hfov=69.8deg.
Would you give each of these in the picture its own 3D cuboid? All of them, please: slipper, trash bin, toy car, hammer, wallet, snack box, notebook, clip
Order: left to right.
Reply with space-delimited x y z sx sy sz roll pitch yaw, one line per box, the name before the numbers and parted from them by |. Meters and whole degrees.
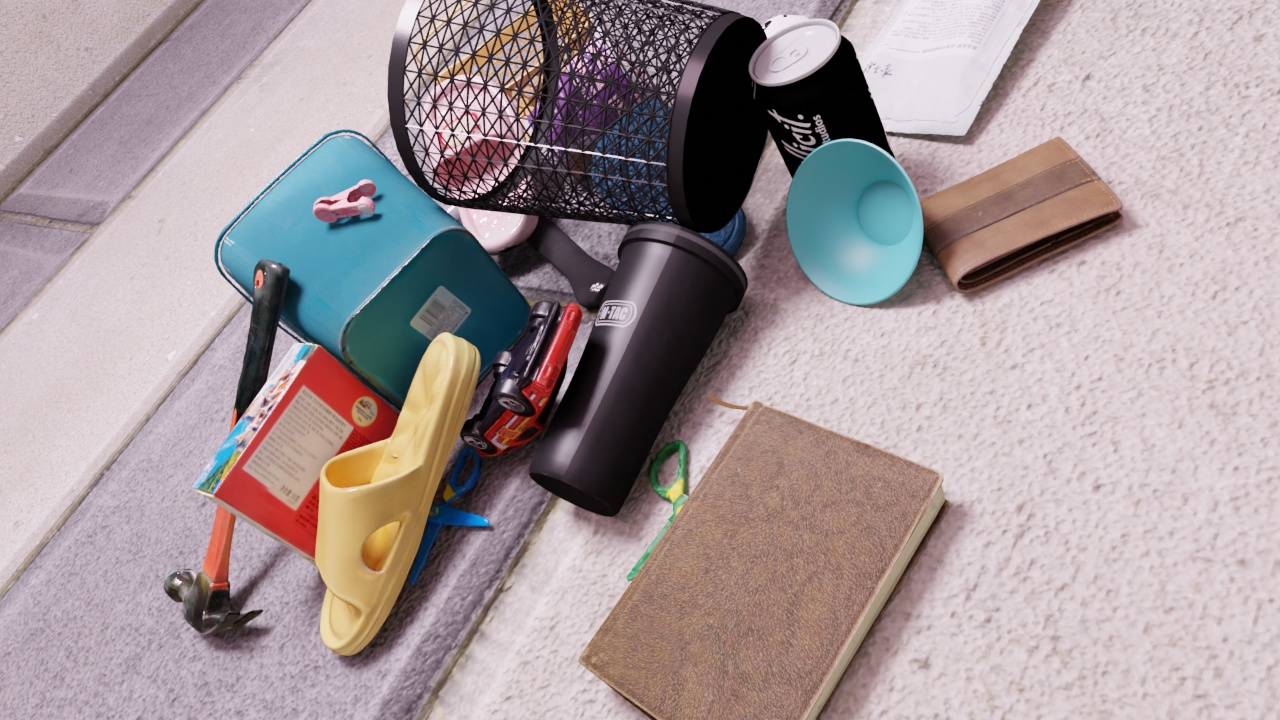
hammer | -0.346 0.076 0.790 0.133 0.033 0.333 20 100 42
snack box | -0.271 0.083 0.772 0.040 0.142 0.144 5 57 39
clip | -0.249 -0.131 0.785 0.058 0.023 0.050 -38 53 -10
slipper | -0.210 0.096 0.725 0.100 0.078 0.263 16 82 61
trash bin | -0.240 -0.071 0.863 0.199 0.196 0.219 -48 49 -10
slipper | -0.164 -0.205 0.935 0.107 0.055 0.221 -29 66 13
toy car | -0.090 0.019 0.709 0.190 0.056 0.081 -45 23 61
hammer | -0.102 -0.136 0.934 0.125 0.029 0.311 -42 42 -3
trash bin | -0.037 -0.208 0.746 0.243 0.217 0.216 17 64 25
slipper | 0.023 -0.155 0.842 0.104 0.059 0.213 -37 56 8
notebook | 0.061 0.126 0.576 0.190 0.034 0.215 24 69 40
wallet | 0.263 -0.105 0.654 0.121 0.027 0.098 -27 40 13

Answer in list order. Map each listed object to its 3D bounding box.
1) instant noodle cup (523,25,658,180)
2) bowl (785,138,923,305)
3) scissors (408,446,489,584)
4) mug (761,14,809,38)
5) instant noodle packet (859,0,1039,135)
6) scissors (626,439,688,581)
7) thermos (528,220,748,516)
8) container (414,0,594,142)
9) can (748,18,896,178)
instant noodle cup | -0.045 -0.250 0.946 0.122 0.121 0.137 -39 85 13
bowl | 0.169 -0.106 0.682 0.046 0.121 0.121 -20 29 -37
scissors | -0.171 0.126 0.762 0.130 0.013 0.125 -10 49 34
mug | 0.141 -0.274 0.851 0.076 0.090 0.123 -26 11 24
instant noodle packet | 0.283 -0.302 0.805 0.147 0.057 0.269 22 73 47
scissors | 0.039 0.105 0.636 0.117 0.012 0.129 -18 46 21
thermos | -0.004 0.004 0.694 0.106 0.106 0.218 10 65 40
container | -0.139 -0.339 1.033 0.183 0.167 0.129 -35 42 3
can | 0.144 -0.182 0.713 0.080 0.146 0.080 -19 45 20
